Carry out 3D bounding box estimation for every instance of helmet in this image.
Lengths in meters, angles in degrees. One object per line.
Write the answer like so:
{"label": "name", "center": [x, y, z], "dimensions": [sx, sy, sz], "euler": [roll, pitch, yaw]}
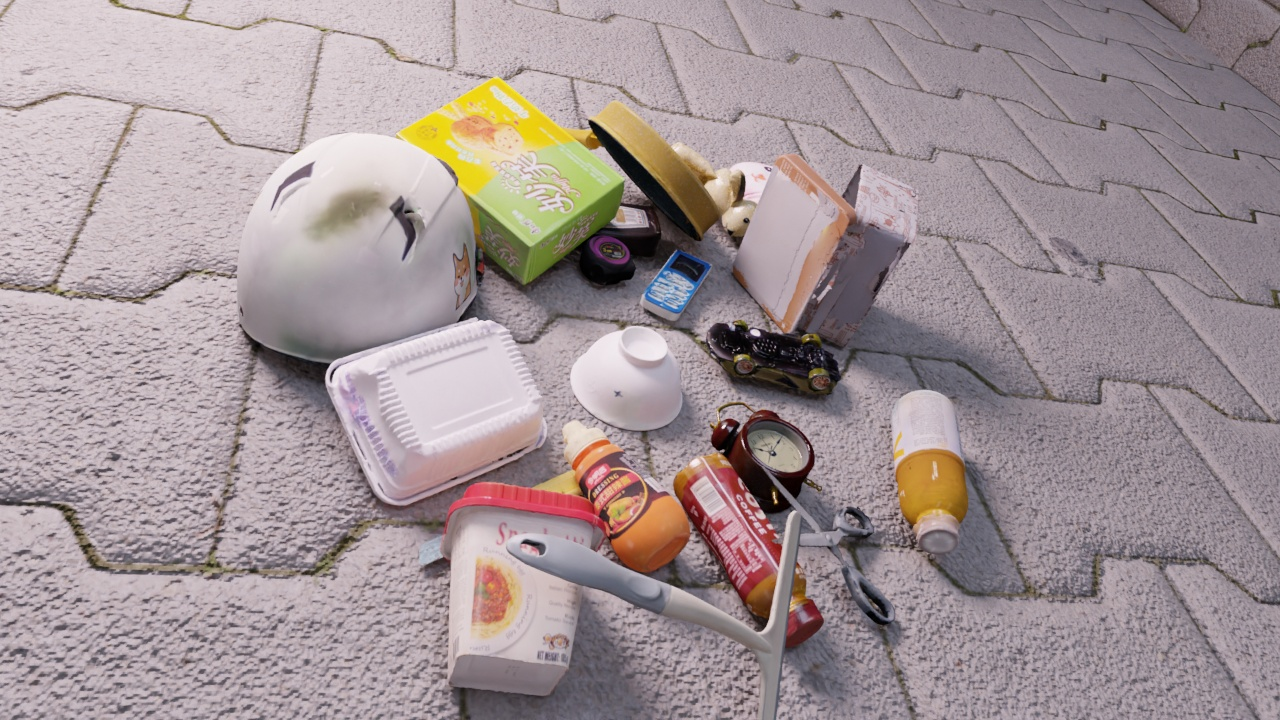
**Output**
{"label": "helmet", "center": [-0.260, -0.125, 0.866], "dimensions": [0.230, 0.157, 0.273], "euler": [17, 48, -5]}

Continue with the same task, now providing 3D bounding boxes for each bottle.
{"label": "bottle", "center": [-0.021, 0.109, 0.788], "dimensions": [0.066, 0.067, 0.149], "euler": [-18, 56, -37]}
{"label": "bottle", "center": [0.290, 0.110, 0.920], "dimensions": [0.068, 0.068, 0.189], "euler": [18, 40, -3]}
{"label": "bottle", "center": [-0.075, -0.165, 1.092], "dimensions": [0.194, 0.044, 0.079], "euler": [5, 39, -16]}
{"label": "bottle", "center": [0.092, 0.161, 0.788], "dimensions": [0.057, 0.058, 0.175], "euler": [-9, 49, -31]}

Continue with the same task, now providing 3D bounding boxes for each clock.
{"label": "clock", "center": [0.115, 0.088, 0.879], "dimensions": [0.081, 0.055, 0.122], "euler": [-11, 52, -31]}

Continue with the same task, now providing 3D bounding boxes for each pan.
{"label": "pan", "center": [-0.037, -0.261, 1.156], "dimensions": [0.078, 0.197, 0.357], "euler": [-43, 51, 1]}

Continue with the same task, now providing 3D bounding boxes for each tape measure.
{"label": "tape measure", "center": [-0.041, -0.113, 1.052], "dimensions": [0.057, 0.039, 0.058], "euler": [-12, 55, -33]}

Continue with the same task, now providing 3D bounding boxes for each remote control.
{"label": "remote control", "center": [0.042, -0.088, 1.070], "dimensions": [0.049, 0.024, 0.124], "euler": [27, 42, 7]}

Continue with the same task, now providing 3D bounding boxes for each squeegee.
{"label": "squeegee", "center": [0.020, 0.171, 0.644], "dimensions": [0.246, 0.039, 0.245], "euler": [29, 55, -21]}

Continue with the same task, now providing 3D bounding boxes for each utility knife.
{"label": "utility knife", "center": [-0.097, 0.127, 0.785], "dimensions": [0.215, 0.022, 0.031], "euler": [-24, 52, -35]}

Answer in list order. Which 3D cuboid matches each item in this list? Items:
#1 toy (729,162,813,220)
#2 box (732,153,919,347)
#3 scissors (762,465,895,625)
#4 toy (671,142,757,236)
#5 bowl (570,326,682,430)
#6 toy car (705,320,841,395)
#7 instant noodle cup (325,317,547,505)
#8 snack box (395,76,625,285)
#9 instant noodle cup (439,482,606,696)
{"label": "toy", "center": [0.196, -0.231, 1.276], "dimensions": [0.159, 0.054, 0.121], "euler": [3, 43, -32]}
{"label": "box", "center": [0.201, -0.133, 1.070], "dimensions": [0.174, 0.183, 0.151], "euler": [25, 40, 0]}
{"label": "scissors", "center": [0.168, 0.156, 0.814], "dimensions": [0.179, 0.014, 0.159], "euler": [51, 29, -1]}
{"label": "toy", "center": [0.095, -0.219, 1.181], "dimensions": [0.157, 0.105, 0.066], "euler": [40, 68, -2]}
{"label": "bowl", "center": [-0.005, 0.005, 0.915], "dimensions": [0.118, 0.065, 0.118], "euler": [12, 40, -10]}
{"label": "toy car", "center": [0.145, -0.003, 1.005], "dimensions": [0.158, 0.042, 0.070], "euler": [13, 40, -10]}
{"label": "instant noodle cup", "center": [-0.163, 0.032, 0.786], "dimensions": [0.173, 0.061, 0.138], "euler": [-21, 80, -37]}
{"label": "snack box", "center": [-0.146, -0.205, 1.025], "dimensions": [0.210, 0.070, 0.157], "euler": [40, 57, 12]}
{"label": "instant noodle cup", "center": [-0.091, 0.170, 0.669], "dimensions": [0.116, 0.117, 0.124], "euler": [11, 53, -11]}
